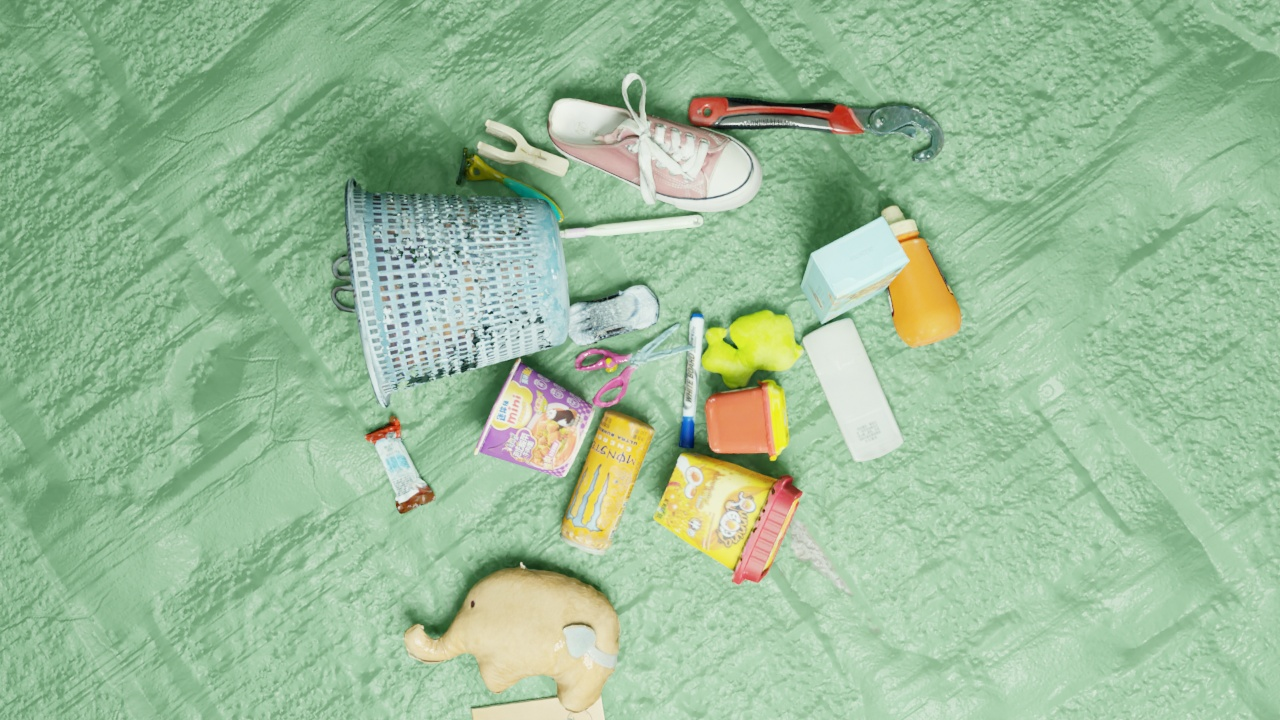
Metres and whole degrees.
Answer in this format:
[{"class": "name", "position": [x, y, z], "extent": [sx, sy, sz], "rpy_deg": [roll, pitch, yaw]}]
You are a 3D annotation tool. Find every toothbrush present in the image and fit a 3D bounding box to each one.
[{"class": "toothbrush", "position": [-0.026, -0.144, 1.000], "extent": [0.189, 0.020, 0.029], "rpy_deg": [-5, 94, 4]}]

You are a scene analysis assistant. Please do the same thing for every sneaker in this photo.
[{"class": "sneaker", "position": [0.011, -0.223, 0.962], "extent": [0.241, 0.088, 0.118], "rpy_deg": [20, 91, 5]}]

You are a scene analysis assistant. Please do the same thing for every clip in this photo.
[{"class": "clip", "position": [-0.133, -0.227, 0.986], "extent": [0.102, 0.095, 0.035], "rpy_deg": [22, 91, 15]}]

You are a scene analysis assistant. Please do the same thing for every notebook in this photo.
[{"class": "notebook", "position": [-0.099, 0.475, 1.007], "extent": [0.148, 0.008, 0.207], "rpy_deg": [-9, 89, 4]}]

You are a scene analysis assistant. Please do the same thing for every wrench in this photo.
[{"class": "wrench", "position": [0.188, -0.256, 0.984], "extent": [0.273, 0.016, 0.056], "rpy_deg": [8, 90, 4]}]

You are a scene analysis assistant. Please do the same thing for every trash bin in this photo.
[{"class": "trash bin", "position": [-0.177, -0.077, 0.920], "extent": [0.195, 0.227, 0.226], "rpy_deg": [-7, 89, -10]}]

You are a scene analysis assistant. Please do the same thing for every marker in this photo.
[{"class": "marker", "position": [0.056, 0.022, 0.992], "extent": [0.017, 0.017, 0.146], "rpy_deg": [5, 90, 5]}]

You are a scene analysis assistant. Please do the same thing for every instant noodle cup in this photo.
[{"class": "instant noodle cup", "position": [0.089, 0.155, 0.948], "extent": [0.124, 0.116, 0.116], "rpy_deg": [24, 92, 16]}, {"class": "instant noodle cup", "position": [-0.108, 0.066, 0.964], "extent": [0.099, 0.111, 0.111], "rpy_deg": [24, 91, -3]}]

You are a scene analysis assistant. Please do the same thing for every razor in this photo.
[{"class": "razor", "position": [-0.140, -0.187, 1.004], "extent": [0.132, 0.028, 0.043], "rpy_deg": [28, 126, 5]}]

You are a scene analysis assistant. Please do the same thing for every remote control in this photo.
[{"class": "remote control", "position": [0.225, 0.032, 0.976], "extent": [0.058, 0.021, 0.150], "rpy_deg": [-22, 88, 4]}]

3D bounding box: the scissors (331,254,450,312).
[{"class": "scissors", "position": [-0.260, -0.075, 1.023], "extent": [0.175, 0.014, 0.133], "rpy_deg": [35, 91, 1]}]

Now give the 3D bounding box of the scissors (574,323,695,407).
[{"class": "scissors", "position": [-0.005, 0.006, 0.977], "extent": [0.135, 0.017, 0.107], "rpy_deg": [-11, 49, 8]}]

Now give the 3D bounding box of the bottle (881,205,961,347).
[{"class": "bottle", "position": [0.282, -0.091, 0.956], "extent": [0.067, 0.067, 0.149], "rpy_deg": [-17, 81, 4]}]

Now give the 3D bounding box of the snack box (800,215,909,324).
[{"class": "snack box", "position": [0.206, -0.084, 0.902], "extent": [0.074, 0.175, 0.051], "rpy_deg": [-29, 82, 3]}]

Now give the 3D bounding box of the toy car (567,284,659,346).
[{"class": "toy car", "position": [-0.030, -0.049, 0.993], "extent": [0.105, 0.031, 0.049], "rpy_deg": [-17, 89, 3]}]

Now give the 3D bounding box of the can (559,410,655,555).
[{"class": "can", "position": [-0.036, 0.129, 0.978], "extent": [0.058, 0.058, 0.146], "rpy_deg": [21, 91, 4]}]

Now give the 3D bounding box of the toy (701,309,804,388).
[{"class": "toy", "position": [0.119, -0.015, 0.979], "extent": [0.096, 0.031, 0.100], "rpy_deg": [37, 99, -7]}]

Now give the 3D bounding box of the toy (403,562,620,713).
[{"class": "toy", "position": [-0.133, 0.286, 0.975], "extent": [0.226, 0.082, 0.143], "rpy_deg": [10, 82, 7]}]

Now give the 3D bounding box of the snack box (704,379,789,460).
[{"class": "snack box", "position": [0.111, 0.063, 0.953], "extent": [0.080, 0.091, 0.082], "rpy_deg": [-7, 88, 11]}]

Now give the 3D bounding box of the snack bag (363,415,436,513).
[{"class": "snack bag", "position": [-0.267, 0.116, 1.013], "extent": [0.045, 0.026, 0.105], "rpy_deg": [-25, 89, -5]}]
